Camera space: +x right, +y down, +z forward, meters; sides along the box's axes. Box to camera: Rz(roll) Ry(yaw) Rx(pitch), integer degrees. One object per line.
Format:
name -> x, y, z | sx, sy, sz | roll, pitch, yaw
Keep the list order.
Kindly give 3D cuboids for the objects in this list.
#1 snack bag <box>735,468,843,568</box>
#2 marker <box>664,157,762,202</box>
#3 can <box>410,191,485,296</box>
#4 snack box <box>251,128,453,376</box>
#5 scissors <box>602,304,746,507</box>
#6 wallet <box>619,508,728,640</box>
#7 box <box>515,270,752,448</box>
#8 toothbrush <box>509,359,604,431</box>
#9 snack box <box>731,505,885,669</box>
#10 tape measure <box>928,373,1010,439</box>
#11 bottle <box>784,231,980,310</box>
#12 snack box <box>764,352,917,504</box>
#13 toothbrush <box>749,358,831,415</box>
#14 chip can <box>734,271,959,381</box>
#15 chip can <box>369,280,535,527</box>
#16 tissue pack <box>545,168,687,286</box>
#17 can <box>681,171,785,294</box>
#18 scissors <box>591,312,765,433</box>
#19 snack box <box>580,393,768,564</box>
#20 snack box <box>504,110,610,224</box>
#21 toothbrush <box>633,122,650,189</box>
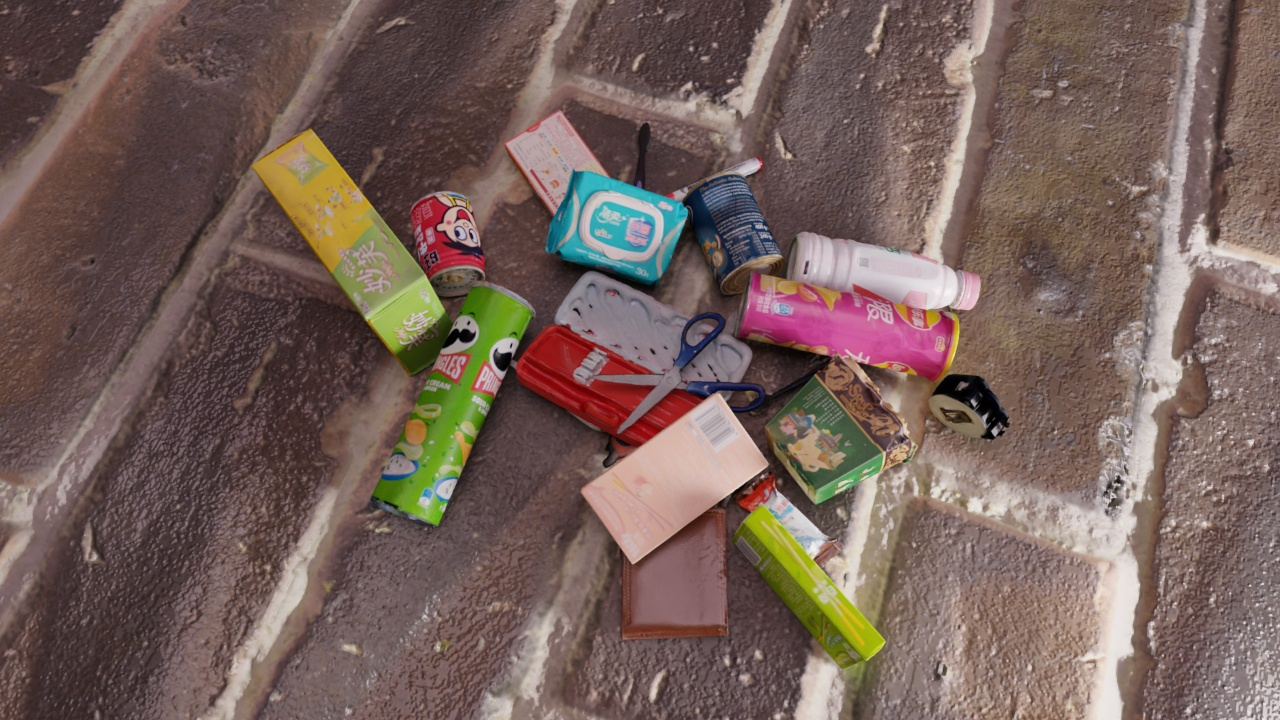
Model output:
snack bag -> 0.143, 0.156, 0.883 | 0.048, 0.026, 0.104 | -41, 73, -4
marker -> 0.072, -0.196, 1.032 | 0.145, 0.017, 0.017 | -25, 70, -11
can -> -0.202, -0.122, 0.968 | 0.066, 0.067, 0.093 | -13, 68, -7
snack box -> -0.276, -0.103, 0.910 | 0.070, 0.158, 0.210 | -37, 73, -12
scissors -> 0.053, 0.042, 0.933 | 0.189, 0.015, 0.225 | 39, 72, 14
wallet -> 0.031, 0.198, 0.862 | 0.101, 0.032, 0.124 | -1, 67, 2
box -> -0.005, 0.005, 0.922 | 0.201, 0.039, 0.157 | 27, 57, 10
toothbrush -> -0.106, 0.019, 0.939 | 0.180, 0.016, 0.016 | 35, 73, 12
snack box -> 0.147, 0.206, 0.830 | 0.026, 0.086, 0.156 | -37, 72, -16
tape measure -> 0.322, 0.046, 0.910 | 0.033, 0.066, 0.066 | -48, 111, -18
bottle -> 0.254, -0.088, 0.966 | 0.197, 0.068, 0.068 | 9, 67, -1
snack box -> 0.183, 0.073, 0.882 | 0.105, 0.117, 0.118 | -35, 69, -2
toothbrush -> 0.187, 0.011, 0.951 | 0.181, 0.018, 0.015 | -28, 65, -14
chip can -> 0.205, -0.034, 0.924 | 0.210, 0.071, 0.071 | 12, 68, 0
chip can -> -0.179, 0.042, 0.888 | 0.072, 0.072, 0.235 | 20, 74, 7
tissue pack -> -0.026, -0.138, 0.961 | 0.133, 0.050, 0.093 | 16, 91, -7
can -> 0.099, -0.133, 0.975 | 0.075, 0.075, 0.111 | -19, 70, -9
scissors -> 0.042, 0.014, 0.892 | 0.162, 0.012, 0.173 | 22, 60, 4
snack box -> 0.031, 0.108, 0.847 | 0.157, 0.026, 0.084 | -35, 91, -4
snack box -> -0.080, -0.200, 1.020 | 0.077, 0.027, 0.155 | -32, 72, -6
toothbrush -> -0.003, -0.185, 1.030 | 0.014, 0.017, 0.188 | 3, 70, 10
